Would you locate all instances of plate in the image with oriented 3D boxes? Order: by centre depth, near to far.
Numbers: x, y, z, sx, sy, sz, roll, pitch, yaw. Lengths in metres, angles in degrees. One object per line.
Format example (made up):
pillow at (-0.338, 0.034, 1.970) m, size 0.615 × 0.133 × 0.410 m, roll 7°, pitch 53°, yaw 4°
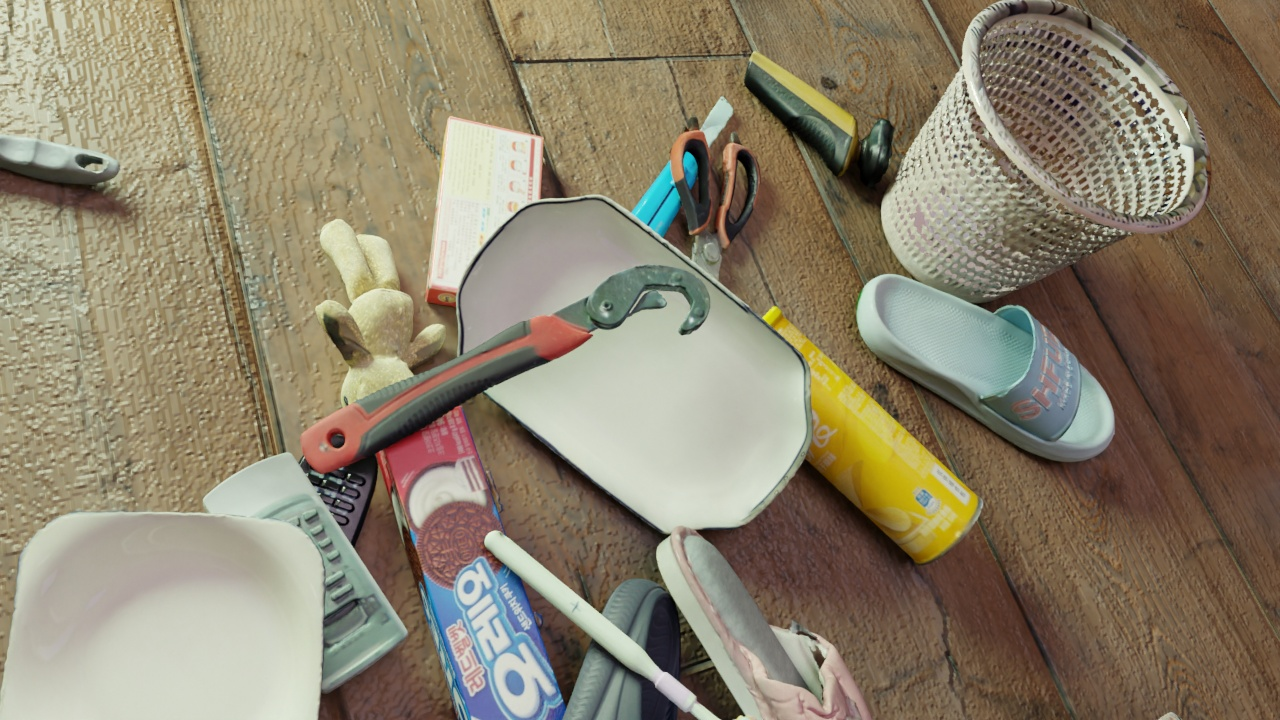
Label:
plate at (-0.246, 0.163, 0.483) m, size 0.163 × 0.034 × 0.164 m, roll 2°, pitch 79°, yaw -1°
plate at (-0.004, 0.004, 0.642) m, size 0.265 × 0.034 × 0.162 m, roll 38°, pitch 91°, yaw -2°

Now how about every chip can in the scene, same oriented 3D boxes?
chip can at (0.154, 0.055, 0.690) m, size 0.213 × 0.072 × 0.071 m, roll 43°, pitch 58°, yaw 3°

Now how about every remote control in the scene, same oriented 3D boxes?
remote control at (-0.193, 0.119, 0.528) m, size 0.056 × 0.019 × 0.135 m, roll -31°, pitch 81°, yaw -29°
remote control at (-0.201, 0.110, 0.556) m, size 0.053 × 0.024 × 0.136 m, roll 23°, pitch 61°, yaw -11°

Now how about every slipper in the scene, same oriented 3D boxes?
slipper at (-0.006, 0.248, 0.501) m, size 0.083 × 0.111 × 0.267 m, roll 2°, pitch 51°, yaw 23°
slipper at (0.105, 0.215, 0.572) m, size 0.054 × 0.114 × 0.274 m, roll -39°, pitch 73°, yaw 12°
slipper at (0.299, -0.006, 0.775) m, size 0.245 × 0.074 × 0.103 m, roll 27°, pitch 58°, yaw -5°

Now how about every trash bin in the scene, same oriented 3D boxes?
trash bin at (0.319, -0.157, 0.786) m, size 0.227 × 0.193 × 0.227 m, roll 8°, pitch 62°, yaw -16°

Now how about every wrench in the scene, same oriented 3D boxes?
wrench at (-0.079, 0.000, 0.577) m, size 0.273 × 0.016 × 0.056 m, roll -23°, pitch 75°, yaw -17°

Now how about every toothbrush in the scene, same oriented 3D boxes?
toothbrush at (-0.014, 0.153, 0.514) m, size 0.189 × 0.029 × 0.020 m, roll 33°, pitch 90°, yaw 17°

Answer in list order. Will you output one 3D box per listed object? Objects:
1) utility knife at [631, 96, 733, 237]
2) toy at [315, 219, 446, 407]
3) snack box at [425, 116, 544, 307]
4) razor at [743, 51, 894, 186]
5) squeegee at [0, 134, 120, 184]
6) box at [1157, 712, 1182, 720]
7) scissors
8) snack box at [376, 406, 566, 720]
utility knife at (0.035, -0.161, 0.785) m, size 0.034 × 0.018 × 0.215 m, roll 32°, pitch 57°, yaw -3°
toy at (-0.182, -0.025, 0.615) m, size 0.105 × 0.066 × 0.157 m, roll 26°, pitch 41°, yaw -58°
snack box at (-0.116, -0.110, 0.696) m, size 0.077 × 0.027 × 0.155 m, roll 9°, pitch 62°, yaw -16°
razor at (0.164, -0.228, 0.848) m, size 0.167 × 0.062 × 0.067 m, roll 40°, pitch 90°, yaw 8°
squeegee at (-0.465, -0.146, 0.575) m, size 0.249 × 0.040 × 0.247 m, roll 11°, pitch 77°, yaw -22°
box at (0.314, 0.379, 0.579) m, size 0.178 × 0.125 × 0.274 m, roll -15°, pitch 99°, yaw -27°
scissors at (0.047, -0.106, 0.753) m, size 0.205 × 0.015 × 0.196 m, roll -34°, pitch 97°, yaw -38°
snack box at (-0.105, 0.134, 0.562) m, size 0.058 × 0.057 × 0.207 m, roll -15°, pitch 72°, yaw -23°
